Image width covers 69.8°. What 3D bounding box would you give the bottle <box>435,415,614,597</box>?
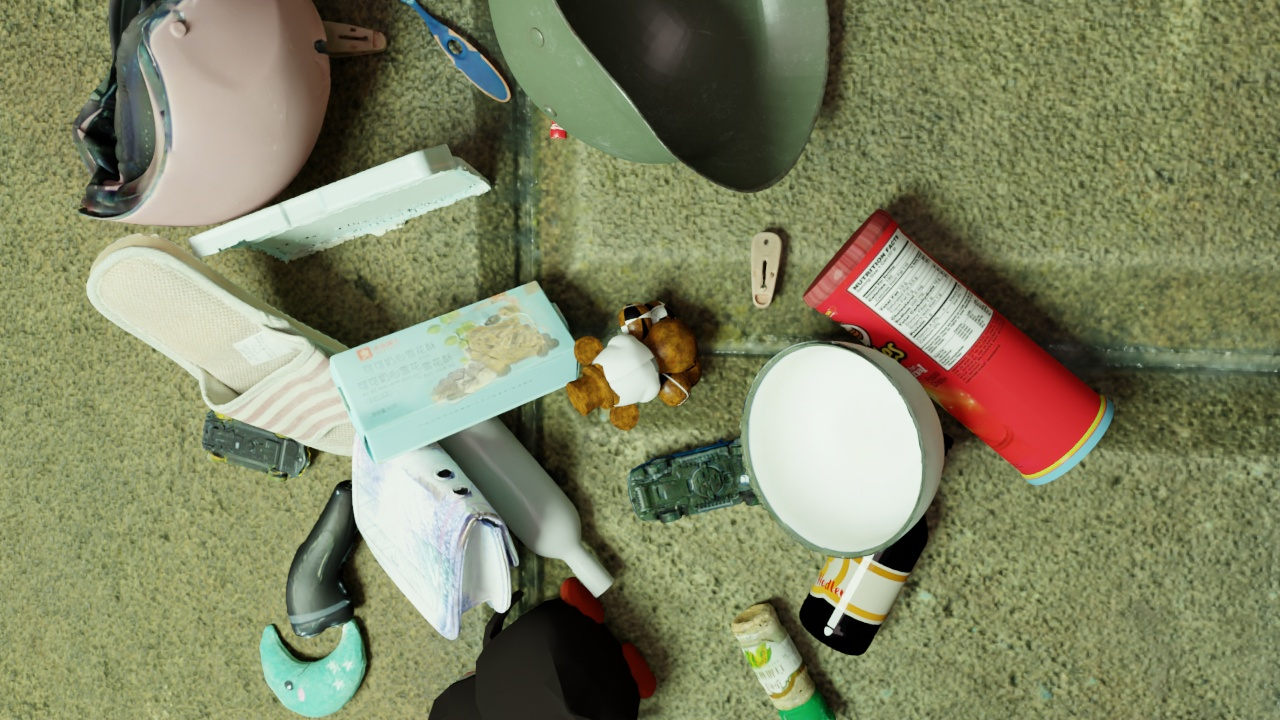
[{"bbox_3d":[-0.094,0.114,0.756,0.052,0.052,0.195,-42,89,13],"label":"bottle"}]

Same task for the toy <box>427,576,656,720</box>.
[{"bbox_3d":[-0.100,0.288,0.736,0.184,0.140,0.159,-39,90,13],"label":"toy"}]

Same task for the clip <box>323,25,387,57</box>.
[{"bbox_3d":[-0.234,-0.261,0.748,0.061,0.049,0.026,9,104,51],"label":"clip"}]

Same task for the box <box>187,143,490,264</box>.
[{"bbox_3d":[-0.227,-0.119,0.706,0.197,0.136,0.044,-16,92,13],"label":"box"}]

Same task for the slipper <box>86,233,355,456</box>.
[{"bbox_3d":[-0.293,0.003,0.707,0.115,0.052,0.263,-33,128,21],"label":"slipper"}]

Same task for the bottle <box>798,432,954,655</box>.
[{"bbox_3d":[0.187,0.135,0.703,0.059,0.059,0.182,26,102,6],"label":"bottle"}]

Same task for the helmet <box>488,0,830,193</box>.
[{"bbox_3d":[-0.008,-0.236,0.617,0.154,0.268,0.226,6,64,42],"label":"helmet"}]

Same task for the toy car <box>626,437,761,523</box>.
[{"bbox_3d":[0.050,0.092,0.731,0.120,0.043,0.056,-14,95,9],"label":"toy car"}]

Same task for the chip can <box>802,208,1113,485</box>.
[{"bbox_3d":[0.226,-0.010,0.663,0.213,0.087,0.087,40,103,2],"label":"chip can"}]

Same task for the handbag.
[{"bbox_3d":[-0.161,0.120,0.719,0.158,0.069,0.127,36,131,37],"label":"handbag"}]

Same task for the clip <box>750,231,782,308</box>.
[{"bbox_3d":[0.095,-0.069,0.707,0.026,0.049,0.061,9,127,9],"label":"clip"}]

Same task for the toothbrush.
[{"bbox_3d":[-0.153,-0.257,0.734,0.135,0.017,0.021,46,105,2],"label":"toothbrush"}]

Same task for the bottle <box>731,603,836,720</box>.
[{"bbox_3d":[0.115,0.252,0.742,0.043,0.043,0.111,-29,91,13],"label":"bottle"}]

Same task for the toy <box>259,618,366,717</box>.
[{"bbox_3d":[-0.297,0.279,0.829,0.105,0.033,0.085,-7,86,13],"label":"toy"}]

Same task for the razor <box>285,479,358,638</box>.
[{"bbox_3d":[-0.267,0.173,0.798,0.063,0.053,0.140,21,100,-5],"label":"razor"}]

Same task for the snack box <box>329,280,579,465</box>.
[{"bbox_3d":[-0.138,0.007,0.697,0.174,0.053,0.075,-22,59,-20],"label":"snack box"}]

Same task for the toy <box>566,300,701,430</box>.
[{"bbox_3d":[-0.004,0.004,0.695,0.112,0.067,0.087,-30,92,-22],"label":"toy"}]

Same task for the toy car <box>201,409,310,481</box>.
[{"bbox_3d":[-0.338,0.073,0.807,0.107,0.030,0.049,17,99,10],"label":"toy car"}]

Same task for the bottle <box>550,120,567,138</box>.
[{"bbox_3d":[-0.060,-0.243,0.705,0.042,0.042,0.141,5,99,10],"label":"bottle"}]

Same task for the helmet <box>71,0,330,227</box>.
[{"bbox_3d":[-0.321,-0.219,0.682,0.231,0.152,0.255,-54,50,32],"label":"helmet"}]

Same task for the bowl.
[{"bbox_3d":[0.152,0.058,0.656,0.154,0.072,0.153,12,106,47],"label":"bowl"}]
